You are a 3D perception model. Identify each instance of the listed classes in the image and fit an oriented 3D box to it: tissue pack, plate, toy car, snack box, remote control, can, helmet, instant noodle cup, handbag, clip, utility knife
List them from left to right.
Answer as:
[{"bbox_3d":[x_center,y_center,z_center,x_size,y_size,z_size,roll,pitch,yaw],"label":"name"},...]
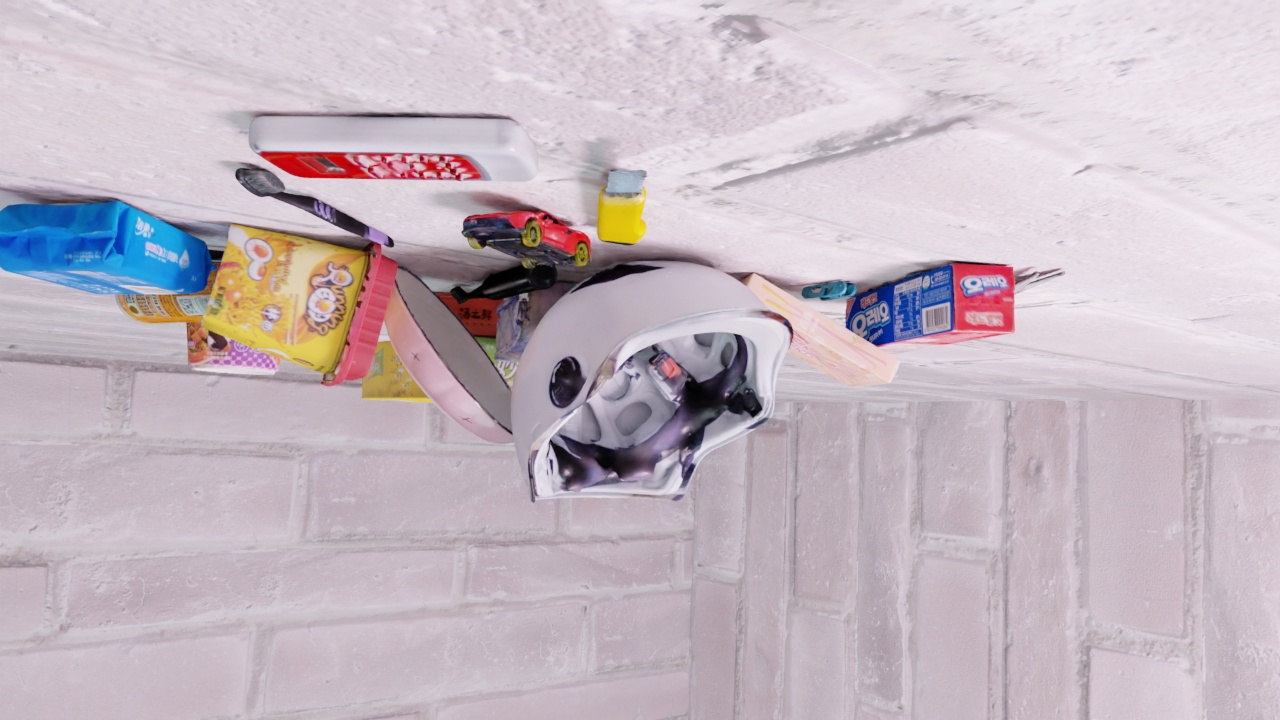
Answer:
[{"bbox_3d":[-0.386,-0.081,0.665,0.095,0.052,0.157,0,175,2],"label":"tissue pack"},{"bbox_3d":[-0.413,-0.064,0.845,0.146,0.058,0.058,0,175,27],"label":"can"},{"bbox_3d":[-0.410,-0.037,0.932,0.111,0.099,0.111,3,174,0],"label":"instant noodle cup"},{"bbox_3d":[-0.272,-0.047,0.726,0.123,0.116,0.116,17,170,-25],"label":"instant noodle cup"},{"bbox_3d":[-0.120,-0.103,0.455,0.136,0.020,0.056,2,174,5],"label":"remote control"},{"bbox_3d":[-0.174,0.003,0.827,0.039,0.192,0.192,-37,172,2],"label":"plate"},{"bbox_3d":[-0.201,-0.045,1.038,0.113,0.044,0.127,2,175,4],"label":"snack box"},{"bbox_3d":[-0.199,0.014,1.052,0.157,0.070,0.210,6,174,-44],"label":"snack box"},{"bbox_3d":[-0.074,-0.083,0.606,0.049,0.031,0.106,-1,175,27],"label":"toy car"},{"bbox_3d":[-0.046,-0.035,0.919,0.193,0.075,0.134,3,171,-24],"label":"handbag"},{"bbox_3d":[-0.009,-0.092,0.549,0.033,0.015,0.207,4,178,-3],"label":"utility knife"},{"bbox_3d":[-0.005,0.005,0.786,0.228,0.145,0.259,2,134,-40],"label":"helmet"},{"bbox_3d":[0.150,-0.024,0.838,0.157,0.026,0.084,29,170,-9],"label":"snack box"},{"bbox_3d":[0.172,-0.063,0.829,0.040,0.014,0.056,4,176,-30],"label":"clip"},{"bbox_3d":[0.244,-0.040,0.804,0.058,0.057,0.208,1,175,-11],"label":"snack box"}]

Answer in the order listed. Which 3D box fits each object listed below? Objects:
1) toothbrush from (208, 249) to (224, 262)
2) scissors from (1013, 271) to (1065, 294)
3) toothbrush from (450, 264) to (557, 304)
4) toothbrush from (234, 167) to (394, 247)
[{"bbox_3d":[-0.351,-0.088,0.784,0.181,0.015,0.018,3,-176,-14],"label":"toothbrush"},{"bbox_3d":[0.326,-0.057,0.832,0.162,0.021,0.234,-2,172,-29],"label":"scissors"},{"bbox_3d":[-0.134,-0.069,0.850,0.027,0.026,0.213,43,158,-22],"label":"toothbrush"},{"bbox_3d":[-0.205,-0.098,0.609,0.017,0.014,0.189,-11,173,11],"label":"toothbrush"}]
